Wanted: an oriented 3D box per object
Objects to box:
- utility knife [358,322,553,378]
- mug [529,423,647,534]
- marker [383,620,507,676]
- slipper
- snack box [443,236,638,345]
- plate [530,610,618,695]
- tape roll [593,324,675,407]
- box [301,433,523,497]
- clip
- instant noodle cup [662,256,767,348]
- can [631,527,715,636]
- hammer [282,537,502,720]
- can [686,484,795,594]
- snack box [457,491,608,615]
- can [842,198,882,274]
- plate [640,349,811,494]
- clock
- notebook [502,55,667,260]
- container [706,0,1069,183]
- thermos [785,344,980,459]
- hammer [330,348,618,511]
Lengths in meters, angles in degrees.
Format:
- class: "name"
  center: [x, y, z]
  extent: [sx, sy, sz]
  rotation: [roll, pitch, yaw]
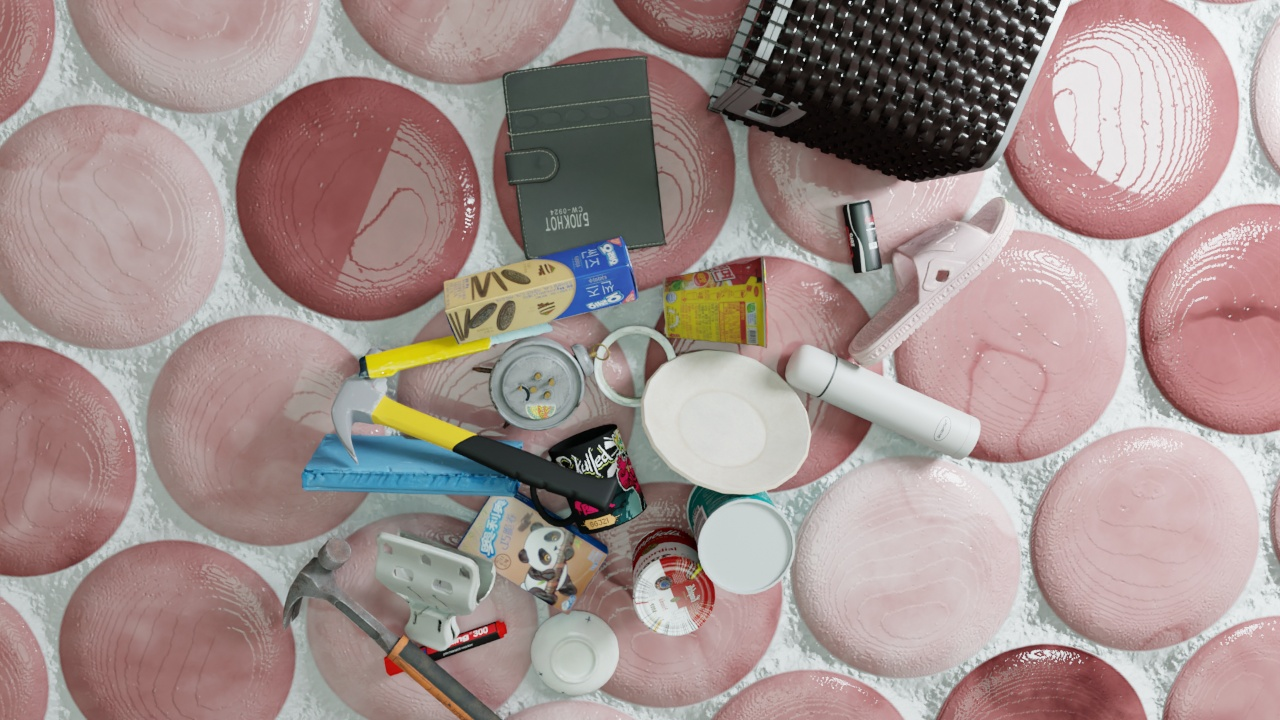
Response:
- class: "utility knife"
  center: [-0.204, -0.015, 1.019]
  extent: [0.217, 0.019, 0.030]
  rotation: [-14, 75, -9]
- class: "mug"
  center: [-0.065, 0.138, 1.025]
  extent: [0.118, 0.082, 0.098]
  rotation: [-21, 96, -1]
- class: "marker"
  center: [-0.227, 0.334, 1.073]
  extent: [0.145, 0.021, 0.023]
  rotation: [-19, 89, 0]
- class: "slipper"
  center: [0.309, -0.096, 1.006]
  extent: [0.064, 0.094, 0.239]
  rotation: [42, 97, -10]
- class: "snack box"
  center: [-0.109, -0.077, 1.004]
  extent: [0.207, 0.056, 0.057]
  rotation: [-15, 134, 0]
- class: "plate"
  center: [-0.077, 0.348, 1.076]
  extent: [0.104, 0.026, 0.104]
  rotation: [0, 96, -1]
- class: "tape roll"
  center: [-0.006, 0.006, 1.046]
  extent: [0.094, 0.018, 0.094]
  rotation: [0, 96, -2]
- class: "box"
  center: [-0.246, 0.114, 1.014]
  extent: [0.231, 0.093, 0.054]
  rotation: [2, 96, -1]
- class: "clip"
  center: [-0.227, 0.250, 1.041]
  extent: [0.126, 0.098, 0.152]
  rotation: [15, 131, 17]
- class: "instant noodle cup"
  center: [0.082, -0.062, 1.007]
  extent: [0.112, 0.100, 0.100]
  rotation: [-1, 96, 7]
- class: "can"
  center: [0.034, 0.244, 1.022]
  extent: [0.086, 0.116, 0.086]
  rotation: [0, 96, -2]
- class: "hammer"
  center: [-0.266, 0.343, 1.033]
  extent: [0.314, 0.034, 0.138]
  rotation: [43, 116, -6]
- class: "can"
  center: [0.106, 0.182, 1.004]
  extent: [0.099, 0.144, 0.099]
  rotation: [0, 96, -2]
- class: "snack box"
  center: [-0.123, 0.216, 1.056]
  extent: [0.151, 0.034, 0.087]
  rotation: [32, 94, -5]
- class: "can"
  center: [0.249, -0.139, 1.030]
  extent: [0.031, 0.031, 0.080]
  rotation: [-12, 96, -1]
- class: "plate"
  center: [0.091, 0.070, 1.003]
  extent: [0.188, 0.027, 0.188]
  rotation: [6, 51, -8]
- class: "clock"
  center: [-0.103, 0.018, 1.019]
  extent: [0.148, 0.056, 0.104]
  rotation: [-25, 109, 1]
- class: "notebook"
  center: [-0.064, -0.222, 1.017]
  extent: [0.169, 0.029, 0.209]
  rotation: [-7, 95, -1]
- class: "container"
  center: [0.239, -0.330, 0.907]
  extent: [0.243, 0.247, 0.245]
  rotation: [21, 95, -7]
- class: "thermos"
  center: [0.272, 0.045, 1.040]
  extent: [0.224, 0.052, 0.052]
  rotation: [24, 95, -4]
- class: "hammer"
  center: [-0.180, 0.090, 0.976]
  extent: [0.324, 0.029, 0.126]
  rotation: [20, 56, 10]
